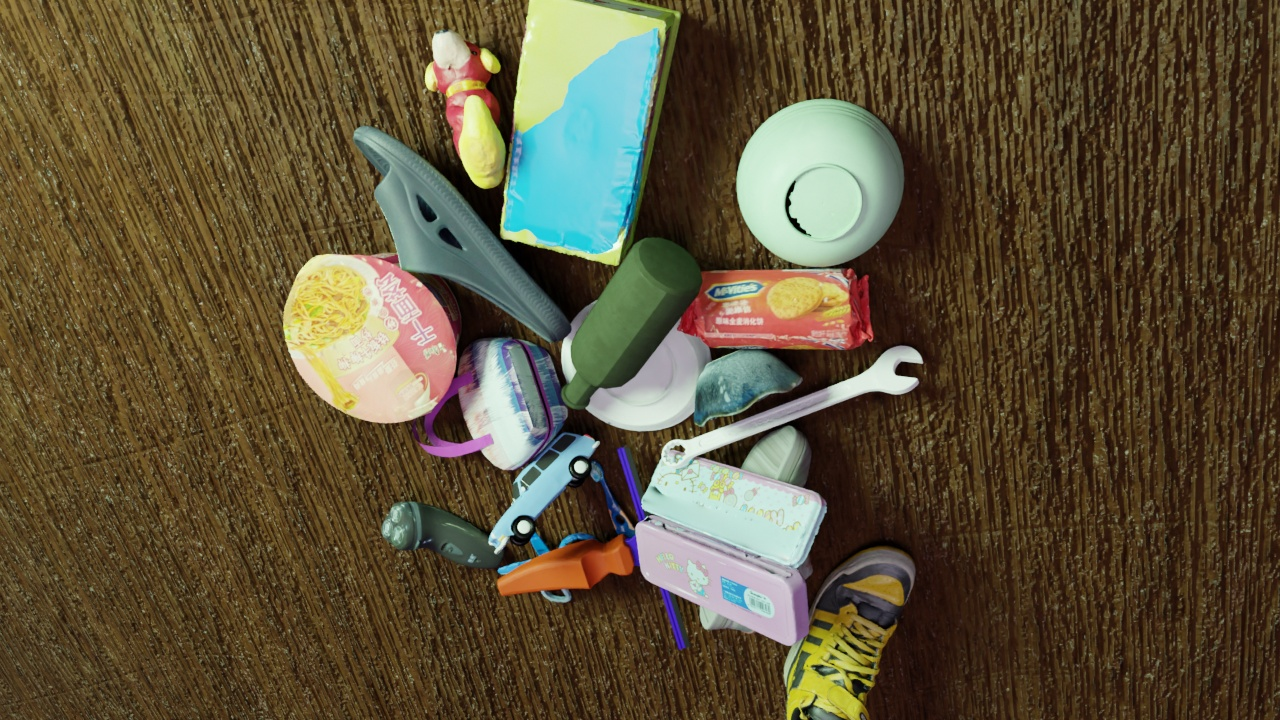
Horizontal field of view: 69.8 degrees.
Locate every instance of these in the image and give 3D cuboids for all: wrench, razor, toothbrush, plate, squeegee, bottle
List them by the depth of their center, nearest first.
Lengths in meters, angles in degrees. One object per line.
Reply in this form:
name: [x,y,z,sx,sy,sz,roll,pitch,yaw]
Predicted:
bottle: [-0.020,-0.023,0.866,0.071,0.071,0.207,32,132,-6]
wrench: [0.146,0.051,0.905,0.274,0.047,0.009,-22,144,15]
plate: [-0.006,0.005,0.935,0.157,0.014,0.157,4,115,9]
squeegee: [-0.067,0.226,1.011,0.185,0.055,0.250,-16,106,3]
toothbrush: [-0.025,0.168,1.013,0.022,0.017,0.135,-17,110,22]
razor: [-0.222,0.204,1.039,0.140,0.063,0.053,26,118,-15]

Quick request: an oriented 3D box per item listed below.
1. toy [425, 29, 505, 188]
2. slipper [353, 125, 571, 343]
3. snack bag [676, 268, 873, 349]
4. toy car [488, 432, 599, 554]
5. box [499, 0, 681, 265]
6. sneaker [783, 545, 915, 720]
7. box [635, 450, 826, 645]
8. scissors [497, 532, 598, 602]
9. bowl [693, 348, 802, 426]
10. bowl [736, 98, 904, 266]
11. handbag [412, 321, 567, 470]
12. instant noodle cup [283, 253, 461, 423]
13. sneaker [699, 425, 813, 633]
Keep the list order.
toy: [-0.148,-0.219,0.816,0.067,0.106,0.137,-16,80,-11]
slipper: [-0.179,-0.099,0.858,0.083,0.111,0.268,-46,109,-8]
snack bag: [0.125,-0.048,0.854,0.176,0.082,0.082,1,115,11]
toy car: [-0.104,0.134,0.945,0.055,0.153,0.056,42,158,4]
box: [-0.048,-0.205,0.812,0.124,0.081,0.221,13,119,5]
sneaker: [0.221,0.316,0.980,0.086,0.121,0.239,20,118,-1]
box: [0.080,0.175,0.896,0.214,0.051,0.149,11,93,48]
scissors: [-0.103,0.232,1.054,0.125,0.013,0.130,-12,115,7]
bowl: [0.096,0.020,0.885,0.110,0.110,0.055,-24,86,19]
bowl: [0.157,-0.146,0.802,0.151,0.076,0.151,4,114,8]
handbag: [-0.169,0.051,0.957,0.170,0.067,0.144,-22,84,29]
instant noodle cup: [-0.259,-0.033,0.929,0.179,0.077,0.179,4,115,9]
sneaker: [0.140,0.181,0.947,0.089,0.099,0.236,16,108,-15]
